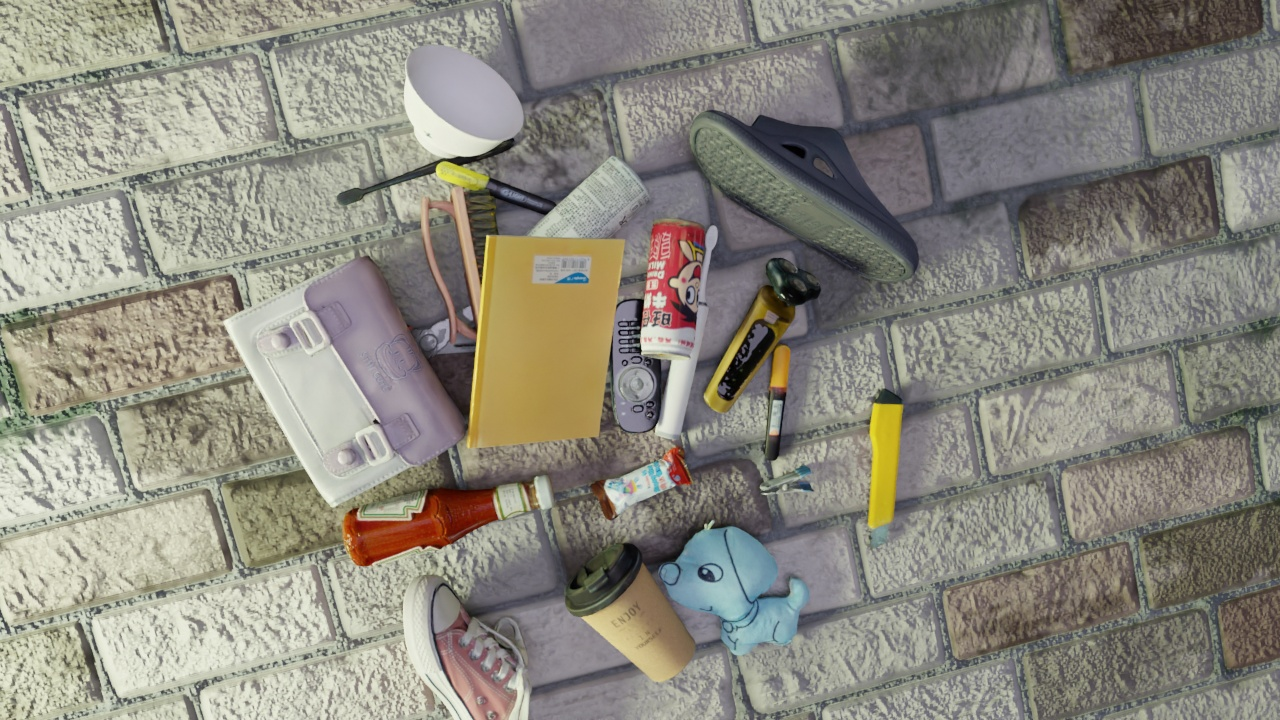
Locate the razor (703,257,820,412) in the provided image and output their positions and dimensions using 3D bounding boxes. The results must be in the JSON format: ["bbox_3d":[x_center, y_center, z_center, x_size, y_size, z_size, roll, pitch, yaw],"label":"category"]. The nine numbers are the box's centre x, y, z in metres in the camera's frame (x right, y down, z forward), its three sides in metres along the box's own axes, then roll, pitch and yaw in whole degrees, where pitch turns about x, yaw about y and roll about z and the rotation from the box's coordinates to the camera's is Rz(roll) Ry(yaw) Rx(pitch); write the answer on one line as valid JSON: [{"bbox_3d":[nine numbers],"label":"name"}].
[{"bbox_3d":[0.118,-0.022,0.927,0.062,0.067,0.167,30,99,-8],"label":"razor"}]

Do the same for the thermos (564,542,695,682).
[{"bbox_3d":[-0.009,0.256,0.933,0.093,0.093,0.143,-38,106,-1],"label":"thermos"}]

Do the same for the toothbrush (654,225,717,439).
[{"bbox_3d":[0.051,-0.028,0.935,0.027,0.026,0.221,12,95,0],"label":"toothbrush"}]

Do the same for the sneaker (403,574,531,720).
[{"bbox_3d":[-0.153,0.312,0.914,0.088,0.118,0.241,-18,104,14],"label":"sneaker"}]

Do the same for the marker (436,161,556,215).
[{"bbox_3d":[-0.139,-0.167,0.899,0.124,0.015,0.018,18,98,-15],"label":"marker"}]

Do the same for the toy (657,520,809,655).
[{"bbox_3d":[0.100,0.236,0.960,0.161,0.050,0.156,-8,99,-11],"label":"toy"}]

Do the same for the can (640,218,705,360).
[{"bbox_3d":[0.031,-0.069,0.902,0.053,0.053,0.132,7,84,-7],"label":"can"}]

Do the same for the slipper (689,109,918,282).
[{"bbox_3d":[0.168,-0.174,0.901,0.268,0.111,0.083,31,76,-13],"label":"slipper"}]

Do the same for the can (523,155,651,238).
[{"bbox_3d":[-0.060,-0.131,0.895,0.146,0.058,0.058,-42,99,0],"label":"can"}]

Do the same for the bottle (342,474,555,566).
[{"bbox_3d":[-0.188,0.154,0.916,0.206,0.060,0.060,-13,98,-5],"label":"bottle"}]

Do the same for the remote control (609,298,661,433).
[{"bbox_3d":[-0.006,0.005,0.933,0.053,0.024,0.136,-2,93,-10],"label":"remote control"}]

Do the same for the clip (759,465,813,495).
[{"bbox_3d":[0.153,0.131,0.965,0.058,0.027,0.044,-12,105,-4],"label":"clip"}]

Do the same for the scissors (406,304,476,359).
[{"bbox_3d":[-0.232,-0.009,0.914,0.189,0.015,0.224,34,91,-9],"label":"scissors"}]

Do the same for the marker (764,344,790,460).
[{"bbox_3d":[0.142,0.044,0.960,0.018,0.015,0.124,3,99,-5],"label":"marker"}]

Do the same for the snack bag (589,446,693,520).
[{"bbox_3d":[0.003,0.126,0.948,0.105,0.026,0.045,-24,102,-1],"label":"snack bag"}]

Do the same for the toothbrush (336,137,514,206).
[{"bbox_3d":[-0.208,-0.186,0.896,0.181,0.018,0.015,-21,99,-6],"label":"toothbrush"}]

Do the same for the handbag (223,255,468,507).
[{"bbox_3d":[-0.270,0.018,0.859,0.145,0.098,0.197,-29,99,-8],"label":"handbag"}]

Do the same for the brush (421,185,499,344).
[{"bbox_3d":[-0.166,-0.090,0.880,0.073,0.063,0.145,-10,93,-16],"label":"brush"}]

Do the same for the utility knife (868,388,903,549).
[{"bbox_3d":[0.258,0.117,0.979,0.033,0.015,0.177,3,98,-1],"label":"utility knife"}]

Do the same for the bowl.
[{"bbox_3d":[-0.176,-0.230,0.862,0.118,0.118,0.065,38,130,-9],"label":"bowl"}]

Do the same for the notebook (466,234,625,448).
[{"bbox_3d":[-0.089,-0.017,0.878,0.145,0.010,0.206,-3,111,-33],"label":"notebook"}]
